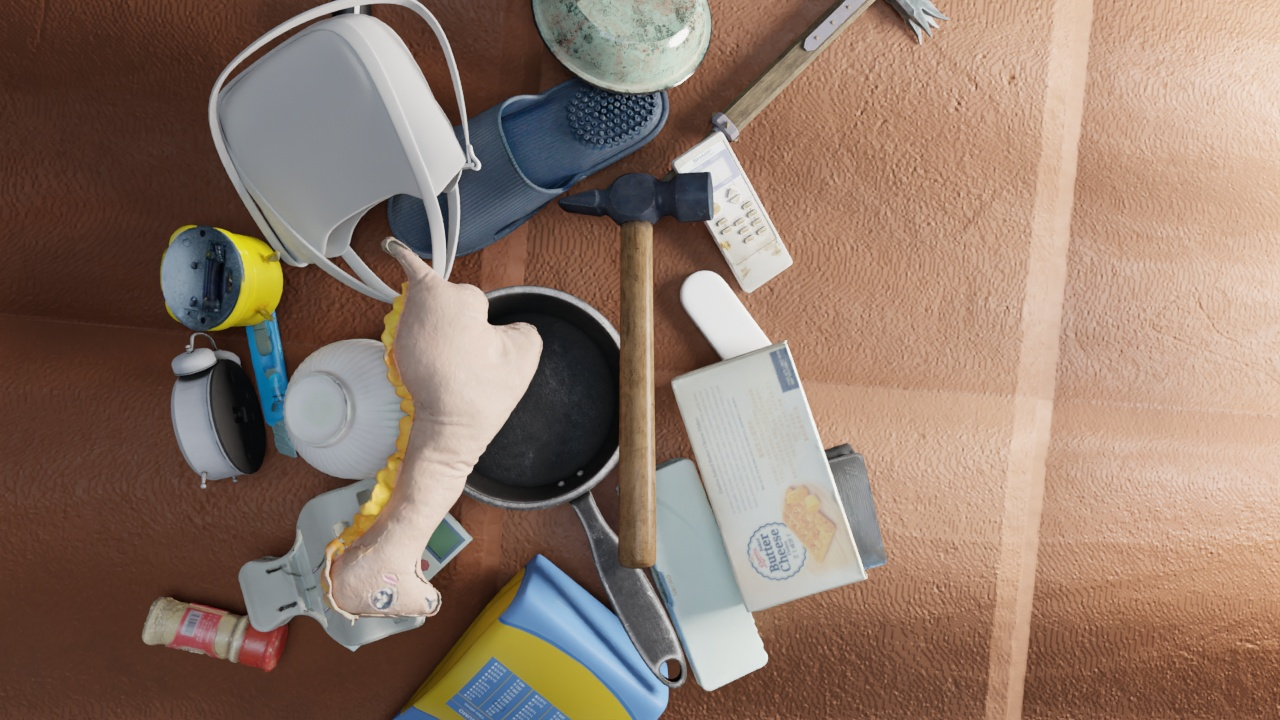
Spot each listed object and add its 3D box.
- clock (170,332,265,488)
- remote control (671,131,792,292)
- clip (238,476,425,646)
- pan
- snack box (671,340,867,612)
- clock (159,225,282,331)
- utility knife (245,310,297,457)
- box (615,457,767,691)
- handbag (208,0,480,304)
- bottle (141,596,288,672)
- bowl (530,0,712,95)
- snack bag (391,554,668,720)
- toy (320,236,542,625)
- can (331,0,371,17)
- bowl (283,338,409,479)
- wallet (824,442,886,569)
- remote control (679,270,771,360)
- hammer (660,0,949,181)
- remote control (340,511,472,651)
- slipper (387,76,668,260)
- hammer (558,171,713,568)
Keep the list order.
[{"bbox_3d":[-0.340,0.037,0.736,0.035,0.094,0.122,-14,88,-2],"label":"clock"},{"bbox_3d":[0.081,-0.127,0.798,0.050,0.011,0.136,-34,110,-4],"label":"remote control"},{"bbox_3d":[-0.246,0.172,0.756,0.152,0.096,0.126,-21,81,19],"label":"clip"},{"bbox_3d":[-0.055,0.104,0.762,0.187,0.055,0.357,-28,85,-5],"label":"pan"},{"bbox_3d":[0.108,0.097,0.781,0.104,0.057,0.208,-19,89,8],"label":"snack box"},{"bbox_3d":[-0.348,-0.067,0.743,0.119,0.057,0.083,9,96,19],"label":"clock"},{"bbox_3d":[-0.314,-0.004,0.776,0.031,0.015,0.178,-10,94,6],"label":"utility knife"},{"bbox_3d":[0.049,0.185,0.807,0.083,0.066,0.199,-22,92,13],"label":"box"},{"bbox_3d":[-0.216,-0.144,0.719,0.216,0.095,0.222,-23,101,24],"label":"handbag"},{"bbox_3d":[-0.354,0.228,0.767,0.109,0.044,0.044,15,90,-6],"label":"bottle"},{"bbox_3d":[-0.010,-0.300,0.762,0.157,0.039,0.157,3,75,-13],"label":"bowl"},{"bbox_3d":[-0.099,0.293,0.773,0.159,0.102,0.205,41,98,-6],"label":"snack bag"},{"bbox_3d":[-0.182,0.059,0.699,0.196,0.065,0.263,37,74,-16],"label":"toy"},{"bbox_3d":[-0.240,-0.262,0.766,0.031,0.031,0.080,-1,92,-6],"label":"can"},{"bbox_3d":[-0.243,0.040,0.741,0.118,0.062,0.118,-1,88,17],"label":"bowl"},{"bbox_3d":[0.168,0.141,0.827,0.089,0.026,0.115,-16,94,-7],"label":"wallet"},{"bbox_3d":[0.085,-0.021,0.819,0.043,0.013,0.136,-38,95,-4],"label":"remote control"},{"bbox_3d":[0.109,-0.245,0.806,0.316,0.028,0.147,-44,96,-3],"label":"hammer"},{"bbox_3d":[-0.212,0.184,0.788,0.143,0.024,0.049,-43,91,-2],"label":"remote control"},{"bbox_3d":[-0.094,-0.176,0.760,0.263,0.082,0.101,-30,92,-5],"label":"slipper"},{"bbox_3d":[-0.004,0.004,0.744,0.129,0.040,0.321,-2,80,10],"label":"hammer"}]
